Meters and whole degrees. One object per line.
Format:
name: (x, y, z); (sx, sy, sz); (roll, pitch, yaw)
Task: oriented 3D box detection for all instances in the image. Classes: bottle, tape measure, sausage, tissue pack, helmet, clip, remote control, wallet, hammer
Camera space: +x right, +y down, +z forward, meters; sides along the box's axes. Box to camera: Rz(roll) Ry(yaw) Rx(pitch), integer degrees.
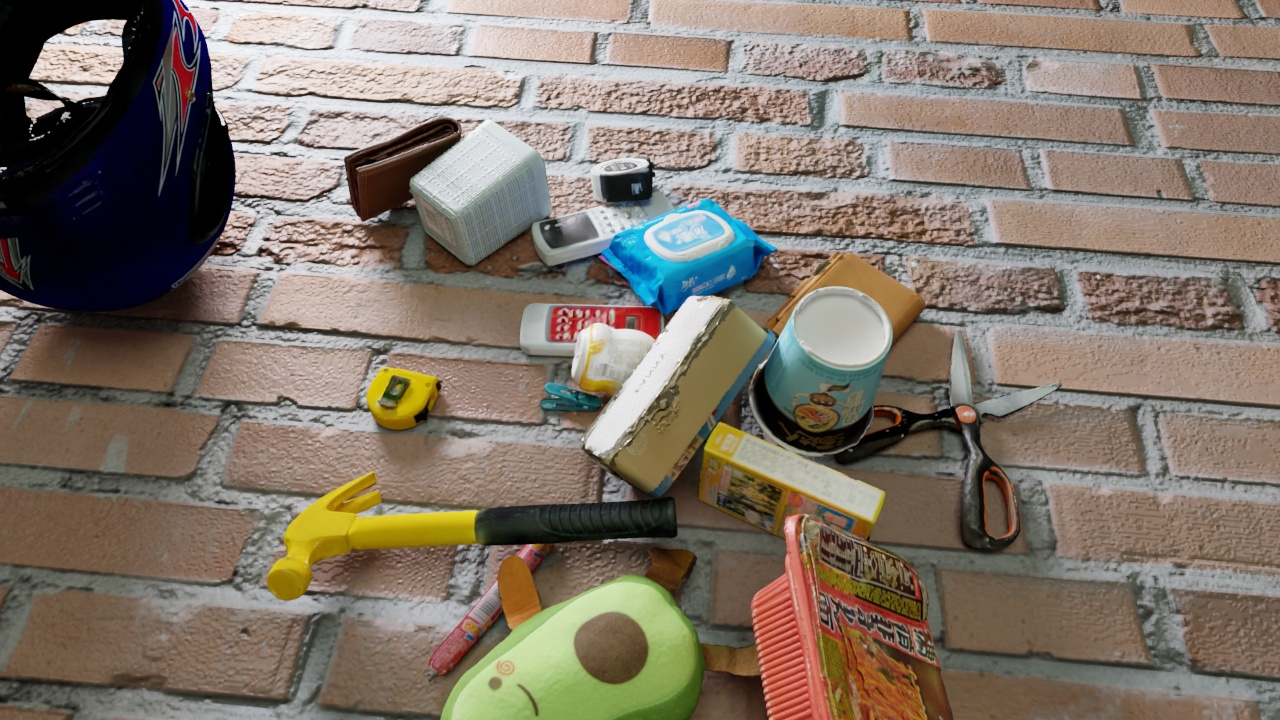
bottle: (-0.005, 0.005, 0.821); (0.108, 0.063, 0.063); (11, 53, -9)
tape measure: (-0.215, 0.032, 0.821); (0.060, 0.029, 0.057); (12, 55, 9)
sausage: (-0.112, 0.186, 0.715); (0.020, 0.020, 0.155); (30, 59, 20)
tissue pack: (0.049, -0.108, 0.899); (0.156, 0.052, 0.095); (-24, 51, -24)
helmet: (-0.499, -0.195, 0.851); (0.247, 0.241, 0.314); (4, 65, 4)
clip: (-0.062, 0.035, 0.824); (0.054, 0.034, 0.013); (7, 56, -8)
remote control: (-0.046, -0.029, 0.871); (0.136, 0.020, 0.055); (2, 55, 1)
wallet: (-0.242, -0.197, 0.945); (0.124, 0.101, 0.032); (-30, 80, -22)
remote control: (-0.036, -0.138, 0.946); (0.150, 0.021, 0.058); (-16, 47, -12)
tape measure: (-0.019, -0.190, 0.968); (0.066, 0.034, 0.065); (-4, 26, 7)
wallet: (0.192, -0.041, 0.873); (0.108, 0.031, 0.131); (36, 62, 19)
hammer: (-0.122, 0.128, 0.708); (0.301, 0.033, 0.128); (-3, 26, 2)

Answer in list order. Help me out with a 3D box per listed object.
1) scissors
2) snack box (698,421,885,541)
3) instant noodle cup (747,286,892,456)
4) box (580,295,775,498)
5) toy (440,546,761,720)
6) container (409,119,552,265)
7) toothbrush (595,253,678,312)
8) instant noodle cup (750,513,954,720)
scissors: (0.275, 0.063, 0.802); (0.234, 0.022, 0.220); (-8, 55, -5)
snack box: (0.116, 0.108, 0.729); (0.140, 0.087, 0.033); (21, 57, 15)
instant noodle cup: (0.151, 0.004, 0.755); (0.111, 0.121, 0.111); (1, 59, -2)
box: (0.033, 0.021, 0.756); (0.061, 0.090, 0.184); (42, 82, -19)
toy: (-0.032, 0.221, 0.646); (0.246, 0.090, 0.227); (-27, 48, -23)
container: (-0.163, -0.167, 0.932); (0.090, 0.090, 0.111); (37, 65, 24)
toothbrush: (0.020, -0.062, 0.903); (0.189, 0.018, 0.014); (36, 60, 27)
instant noodle cup: (0.145, 0.213, 0.625); (0.079, 0.164, 0.188); (-34, 45, 31)
